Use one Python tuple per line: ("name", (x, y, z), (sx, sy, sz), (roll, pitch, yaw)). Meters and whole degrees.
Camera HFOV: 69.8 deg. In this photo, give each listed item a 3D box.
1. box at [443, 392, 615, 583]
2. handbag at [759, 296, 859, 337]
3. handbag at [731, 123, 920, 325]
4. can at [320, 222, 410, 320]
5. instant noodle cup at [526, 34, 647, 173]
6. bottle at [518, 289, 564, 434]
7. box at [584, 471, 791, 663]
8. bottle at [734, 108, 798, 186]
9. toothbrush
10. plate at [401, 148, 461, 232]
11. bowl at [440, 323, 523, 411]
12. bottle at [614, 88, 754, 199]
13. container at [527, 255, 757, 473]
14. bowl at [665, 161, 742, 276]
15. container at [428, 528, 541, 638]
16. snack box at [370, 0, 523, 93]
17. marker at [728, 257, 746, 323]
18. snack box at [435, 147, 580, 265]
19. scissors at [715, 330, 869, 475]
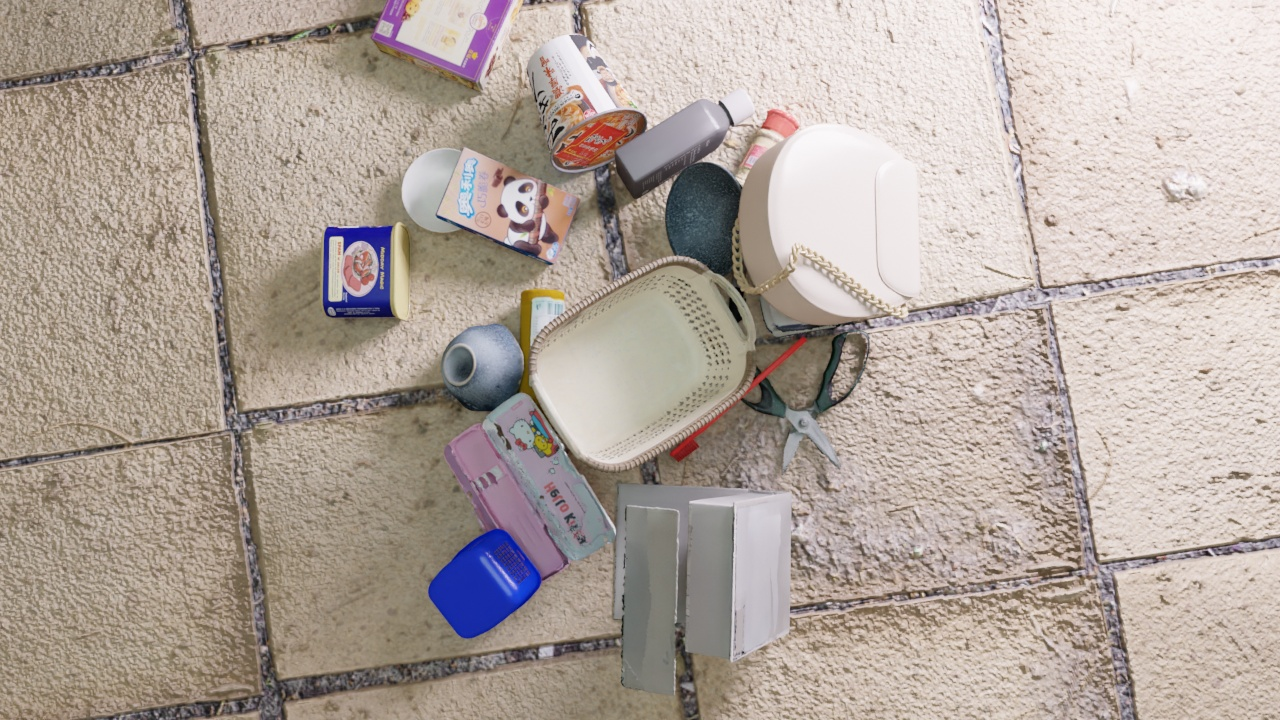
("box", (-0.130, 0.151, 1.069), (0.153, 0.038, 0.201), (-34, 86, 22))
("handbag", (0.228, -0.112, 1.081), (0.176, 0.074, 0.151), (-7, 86, -3))
("handbag", (0.214, -0.147, 0.998), (0.208, 0.103, 0.210), (3, 82, -25))
("can", (-0.331, -0.106, 1.106), (0.092, 0.056, 0.116), (0, 87, 3))
("instant noodle cup", (-0.072, -0.308, 1.085), (0.123, 0.123, 0.121), (-25, 77, 0))
("bottle", (-0.118, 0.010, 1.093), (0.053, 0.053, 0.186), (1, 87, 2))
("box", (0.022, 0.232, 1.131), (0.173, 0.423, 0.167), (5, 85, -35))
("bottle", (0.149, -0.247, 1.106), (0.044, 0.044, 0.109), (28, 88, 3))
("toothbrush", (0.119, 0.048, 1.092), (0.212, 0.012, 0.018), (-42, 85, 6))
("plate", (-0.238, -0.205, 1.123), (0.104, 0.026, 0.104), (0, 86, 2))
("bowl", (-0.195, 0.007, 1.077), (0.111, 0.055, 0.110), (-3, 84, 29))
("bottle", (0.054, -0.264, 1.090), (0.174, 0.084, 0.046), (-32, 86, -1))
("container", (-0.006, 0.006, 1.021), (0.245, 0.143, 0.184), (-31, 93, -16))
("bowl", (0.095, -0.167, 1.085), (0.057, 0.137, 0.137), (-14, 85, -40))
("container", (-0.183, 0.261, 1.058), (0.114, 0.058, 0.096), (-40, 87, 23))
("snack box", (-0.234, -0.426, 1.129), (0.148, 0.040, 0.143), (23, 88, 3))
("marker", (0.123, -0.109, 1.113), (0.022, 0.016, 0.138), (10, 86, -29))
("snack box", (-0.158, -0.182, 1.097), (0.151, 0.034, 0.087), (22, 87, -13))
("scissors", (0.202, 0.029, 1.102), (0.202, 0.015, 0.201), (-39, 86, -2))
